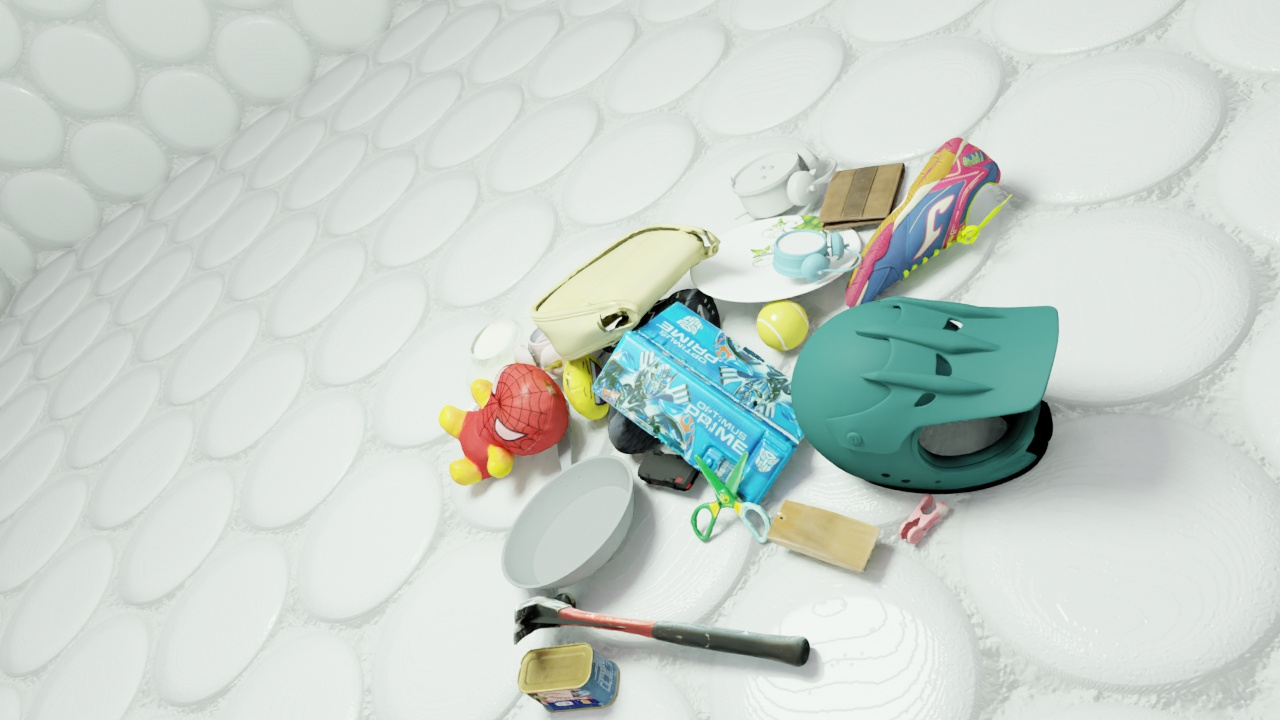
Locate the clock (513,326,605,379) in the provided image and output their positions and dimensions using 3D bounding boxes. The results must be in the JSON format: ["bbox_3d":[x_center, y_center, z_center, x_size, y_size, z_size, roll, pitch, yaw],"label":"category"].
[{"bbox_3d":[-0.118,-0.018,1.326,0.117,0.059,0.157,-3,32,43],"label":"clock"}]

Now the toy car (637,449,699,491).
[{"bbox_3d":[0.036,0.138,1.129,0.092,0.036,0.042,2,53,49],"label":"toy car"}]

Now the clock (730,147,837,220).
[{"bbox_3d":[0.206,-0.264,1.332,0.159,0.061,0.119,-16,34,26],"label":"clock"}]

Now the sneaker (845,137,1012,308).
[{"bbox_3d":[0.347,-0.151,1.123,0.242,0.091,0.116,-55,5,13],"label":"sneaker"}]

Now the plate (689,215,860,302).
[{"bbox_3d":[0.182,-0.130,1.243,0.229,0.030,0.229,-12,33,8],"label":"plate"}]

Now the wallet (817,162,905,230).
[{"bbox_3d":[0.304,-0.226,1.259,0.099,0.027,0.120,-1,45,31],"label":"wallet"}]

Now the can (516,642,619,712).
[{"bbox_3d":[-0.081,0.348,1.007,0.100,0.059,0.053,-16,46,25],"label":"can"}]

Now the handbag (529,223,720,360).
[{"bbox_3d":[-0.017,-0.092,1.215,0.191,0.088,0.232,3,40,49],"label":"handbag"}]

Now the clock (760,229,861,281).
[{"bbox_3d":[0.221,-0.132,1.167,0.123,0.042,0.087,18,45,34],"label":"clock"}]

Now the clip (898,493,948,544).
[{"bbox_3d":[0.291,0.163,0.933,0.044,0.023,0.060,3,50,40],"label":"clip"}]

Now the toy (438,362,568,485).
[{"bbox_3d":[-0.183,0.084,1.256,0.217,0.098,0.147,-31,72,34],"label":"toy"}]

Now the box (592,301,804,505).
[{"bbox_3d":[0.082,0.037,1.084,0.243,0.070,0.170,36,75,19],"label":"box"}]

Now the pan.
[{"bbox_3d":[-0.091,0.160,1.188,0.201,0.051,0.356,-33,27,14],"label":"pan"}]

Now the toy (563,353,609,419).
[{"bbox_3d":[-0.072,0.035,1.255,0.041,0.094,0.095,-18,68,28],"label":"toy"}]

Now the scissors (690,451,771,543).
[{"bbox_3d":[0.102,0.159,1.035,0.130,0.011,0.126,31,114,23],"label":"scissors"}]

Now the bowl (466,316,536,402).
[{"bbox_3d":[-0.213,-0.015,1.428,0.177,0.058,0.176,-20,45,20],"label":"bowl"}]

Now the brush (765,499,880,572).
[{"bbox_3d":[0.194,0.187,0.966,0.117,0.039,0.049,11,60,42],"label":"brush"}]

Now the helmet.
[{"bbox_3d":[0.282,0.027,0.922,0.275,0.200,0.176,0,54,36],"label":"helmet"}]

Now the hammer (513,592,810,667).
[{"bbox_3d":[0.013,0.286,0.969,0.327,0.140,0.036,0,86,27],"label":"hammer"}]

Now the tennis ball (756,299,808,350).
[{"bbox_3d":[0.180,-0.045,1.163,0.065,0.065,0.065,-20,45,21],"label":"tennis ball"}]

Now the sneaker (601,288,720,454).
[{"bbox_3d":[-0.007,0.007,1.238,0.151,0.097,0.251,3,55,44],"label":"sneaker"}]
